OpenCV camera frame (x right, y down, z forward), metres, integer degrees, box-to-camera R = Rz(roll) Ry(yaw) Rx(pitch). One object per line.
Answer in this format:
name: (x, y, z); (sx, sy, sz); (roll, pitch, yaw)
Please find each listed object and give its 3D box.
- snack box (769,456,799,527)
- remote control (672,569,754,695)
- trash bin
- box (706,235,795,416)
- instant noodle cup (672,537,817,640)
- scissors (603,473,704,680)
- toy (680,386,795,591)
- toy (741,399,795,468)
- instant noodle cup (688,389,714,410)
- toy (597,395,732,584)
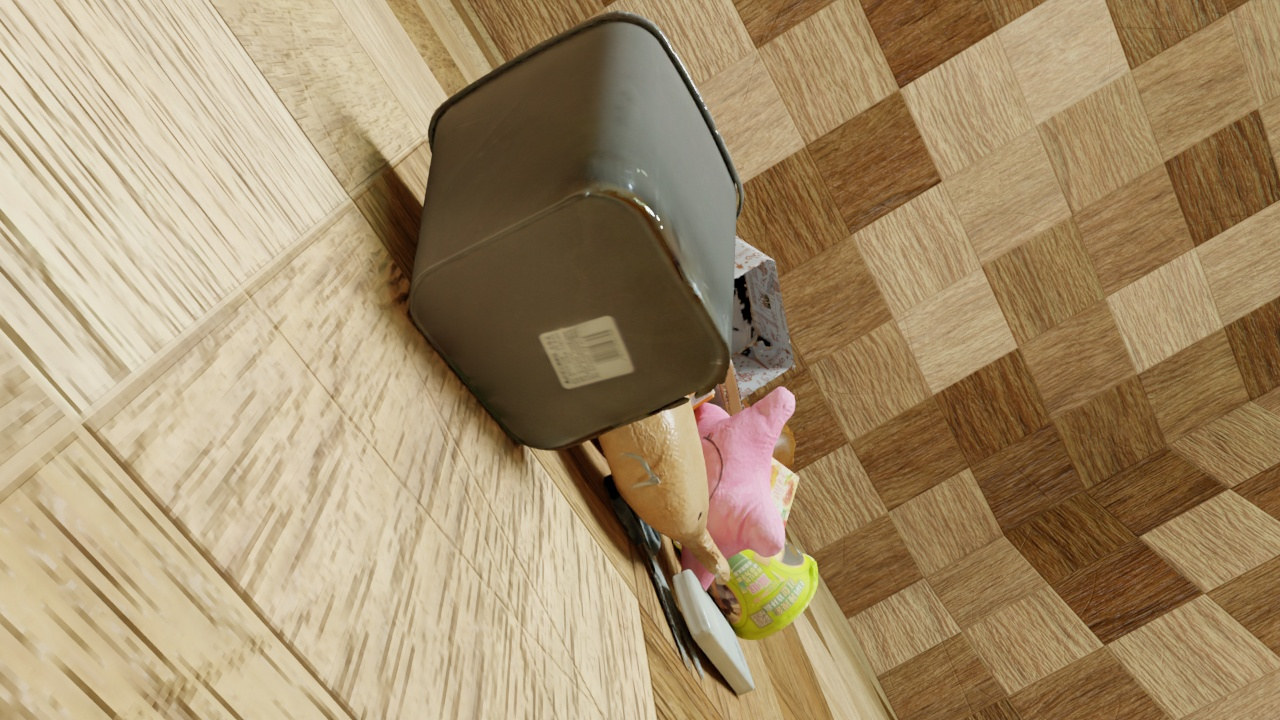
snack box: (0.130, 0.186, 1.030); (0.026, 0.152, 0.075); (3, -25, 44)
remote control: (0.061, 0.227, 0.756); (0.150, 0.021, 0.058); (62, 6, -48)
trash bin: (-0.037, -0.079, 0.608); (0.199, 0.199, 0.219); (55, 20, -33)
box: (0.114, -0.012, 1.029); (0.205, 0.158, 0.181); (47, -20, 50)
instant noodle cup: (0.099, 0.197, 0.920); (0.123, 0.112, 0.111); (50, 8, -17)
scissors: (0.009, 0.165, 0.737); (0.165, 0.014, 0.163); (60, 8, -12)
toy: (0.063, 0.121, 0.828); (0.074, 0.179, 0.194); (27, 60, -35)
toy: (0.114, 0.147, 1.155); (0.200, 0.130, 0.140); (103, -13, -51)
instant noodle cup: (-0.005, 0.005, 0.863); (0.151, 0.111, 0.151); (63, 3, -6)
toy: (0.015, 0.079, 0.721); (0.143, 0.083, 0.226); (-20, 94, -76)
